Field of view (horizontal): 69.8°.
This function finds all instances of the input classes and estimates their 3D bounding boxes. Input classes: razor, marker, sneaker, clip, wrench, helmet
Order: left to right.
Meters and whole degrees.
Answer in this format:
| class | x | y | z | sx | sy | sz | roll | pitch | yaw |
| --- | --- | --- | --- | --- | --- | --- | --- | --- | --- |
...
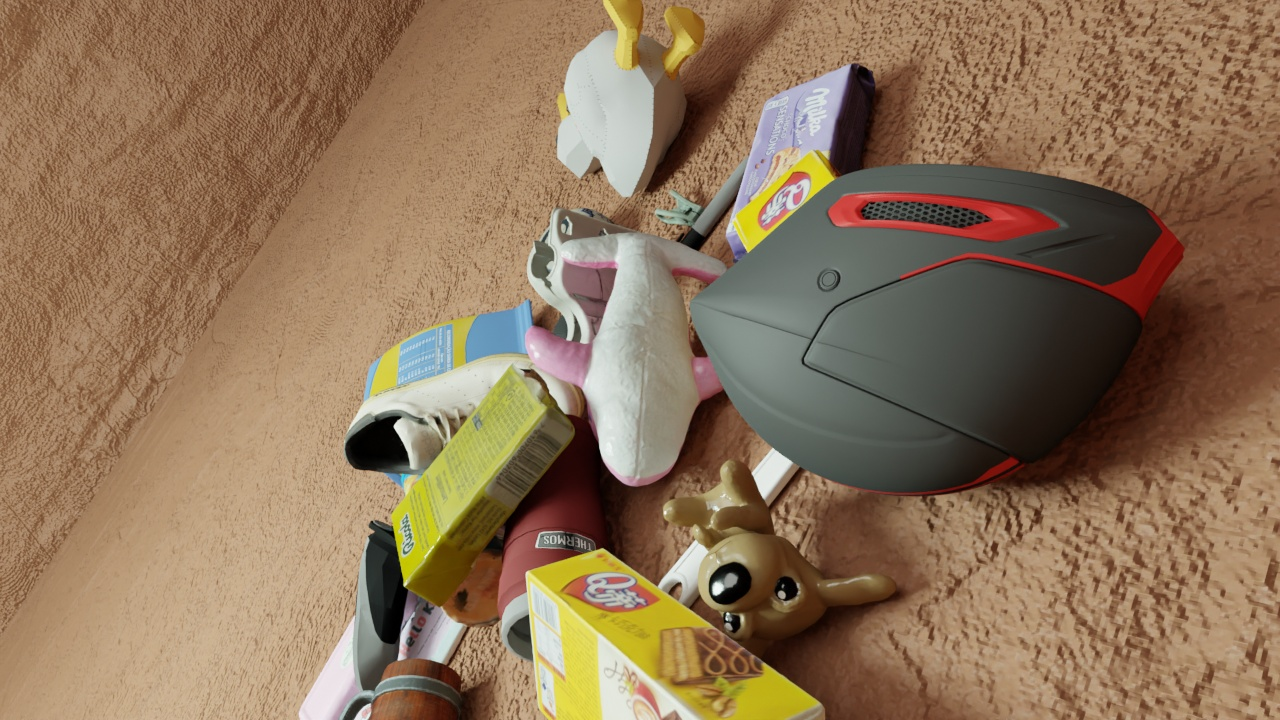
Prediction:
| class | x | y | z | sx | sy | sz | roll | pitch | yaw |
| --- | --- | --- | --- | --- | --- | --- | --- | --- | --- |
| razor | -0.235 | 0.225 | 0.837 | 0.060 | 0.057 | 0.156 | -15 | 57 | 41 |
| sneaker | -0.177 | 0.057 | 0.869 | 0.242 | 0.089 | 0.102 | -12 | 15 | 14 |
| clip | -0.050 | -0.062 | 0.892 | 0.092 | 0.125 | 0.151 | -1 | 83 | 49 |
| clip | 0.044 | -0.152 | 0.939 | 0.035 | 0.023 | 0.074 | -52 | 33 | -2 |
| marker | 0.069 | -0.146 | 0.899 | 0.138 | 0.022 | 0.016 | -54 | 26 | 0 |
| wrench | 0.099 | 0.074 | 0.650 | 0.273 | 0.018 | 0.066 | -52 | 32 | 4 |
| helmet | 0.146 | -0.008 | 0.527 | 0.265 | 0.164 | 0.170 | 12 | 85 | 38 |

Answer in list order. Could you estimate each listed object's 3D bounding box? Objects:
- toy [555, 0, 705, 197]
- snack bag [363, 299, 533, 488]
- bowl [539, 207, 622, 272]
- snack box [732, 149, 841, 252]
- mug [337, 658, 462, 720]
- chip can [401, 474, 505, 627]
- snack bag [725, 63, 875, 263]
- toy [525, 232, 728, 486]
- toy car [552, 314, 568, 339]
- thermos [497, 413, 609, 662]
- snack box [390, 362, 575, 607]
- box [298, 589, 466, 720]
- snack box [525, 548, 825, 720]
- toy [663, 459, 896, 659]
| class | x | y | z | sx | sy | sz | roll | pitch | yaw |
| --- | --- | --- | --- | --- | --- | --- | --- | --- | --- |
| toy | -0.028 | -0.293 | 1.075 | 0.268 | 0.140 | 0.246 | 126 | 140 | -48 |
| snack bag | -0.199 | 0.027 | 1.014 | 0.205 | 0.102 | 0.158 | -32 | 36 | 12 |
| bowl | -0.076 | -0.122 | 1.027 | 0.116 | 0.059 | 0.115 | -33 | 37 | 29 |
| snack box | 0.135 | -0.085 | 0.673 | 0.084 | 0.105 | 0.061 | -40 | 34 | 19 |
| mug | -0.201 | 0.310 | 0.737 | 0.117 | 0.081 | 0.110 | -18 | 39 | 18 |
| chip can | -0.169 | 0.155 | 0.859 | 0.080 | 0.080 | 0.229 | -52 | 30 | 2 |
| snack bag | 0.144 | -0.170 | 0.795 | 0.097 | 0.058 | 0.204 | -13 | 46 | 42 |
| toy | -0.005 | 0.005 | 0.781 | 0.128 | 0.186 | 0.265 | 101 | 174 | -52 |
| toy car | -0.070 | -0.030 | 0.953 | 0.046 | 0.034 | 0.112 | -5 | 55 | 50 |
| thermos | -0.071 | 0.146 | 0.746 | 0.198 | 0.084 | 0.108 | -95 | 20 | -50 |
| snack box | -0.128 | 0.094 | 0.745 | 0.181 | 0.045 | 0.121 | -52 | 27 | 1 |
| box | -0.239 | 0.274 | 0.864 | 0.155 | 0.044 | 0.201 | 6 | 63 | 54 |
| snack box | 0.010 | 0.206 | 0.542 | 0.230 | 0.061 | 0.110 | 18 | 115 | 57 |
| toy | 0.070 | 0.122 | 0.565 | 0.134 | 0.105 | 0.108 | -38 | 56 | 22 |
